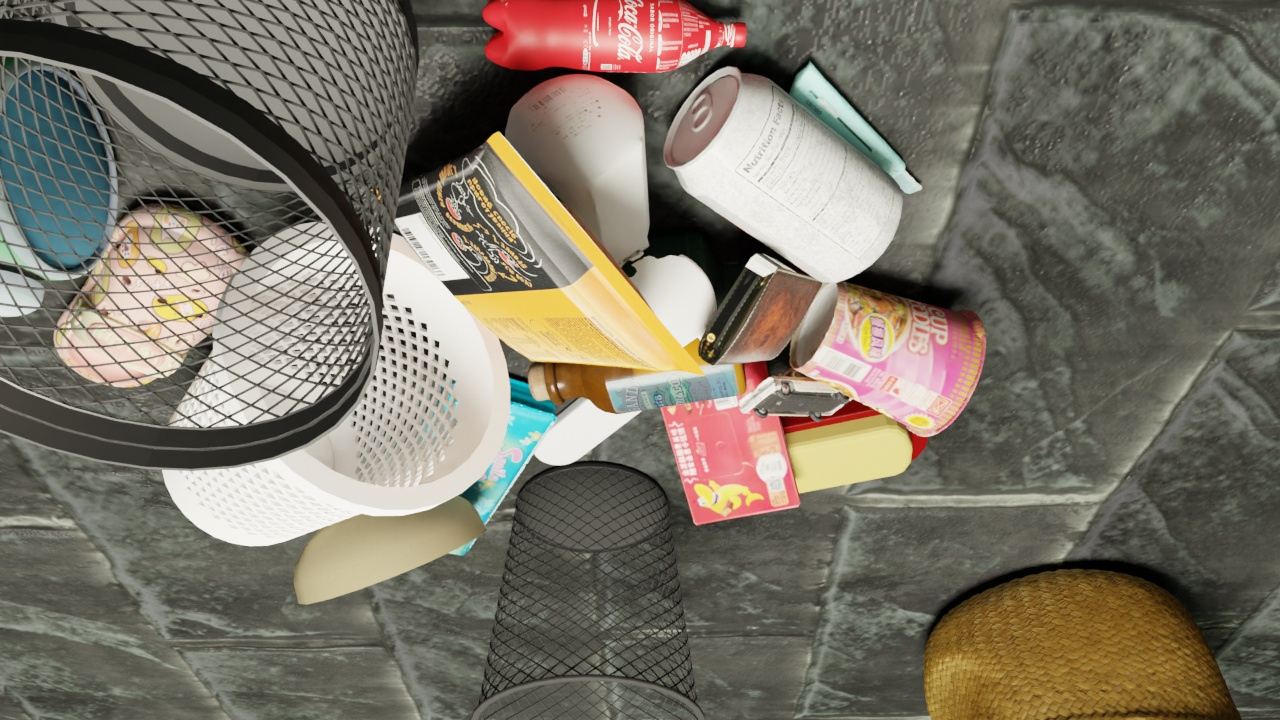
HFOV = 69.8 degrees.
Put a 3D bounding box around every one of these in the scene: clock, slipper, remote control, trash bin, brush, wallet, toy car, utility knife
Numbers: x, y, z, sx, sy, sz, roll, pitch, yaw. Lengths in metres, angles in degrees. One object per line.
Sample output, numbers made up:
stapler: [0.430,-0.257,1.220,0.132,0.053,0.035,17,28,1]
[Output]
clock: [-0.355,-0.090,0.499,0.075,0.161,0.122,-1,137,-2]
slipper: [-0.342,-0.023,0.631,0.093,0.081,0.198,32,129,-32]
remote control: [-0.040,0.048,0.761,0.043,0.013,0.137,30,128,-29]
trash bin: [-0.229,0.038,0.637,0.195,0.195,0.200,32,137,-30]
trash bin: [-0.043,0.215,0.794,0.184,0.209,0.184,-1,137,-1]
brush: [0.154,0.074,0.772,0.173,0.041,0.082,-13,135,12]
wallet: [0.082,-0.030,0.601,0.072,0.019,0.123,-58,160,14]
trash bin: [-0.217,-0.104,0.440,0.218,0.226,0.218,-1,137,-1]
toy car: [0.120,0.021,0.696,0.113,0.039,0.039,5,142,-42]
utility knife: [0.136,-0.139,0.569,0.126,0.015,0.022,31,123,-33]

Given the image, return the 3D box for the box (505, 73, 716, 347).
box: [-0.013,-0.078,0.540,0.083,0.141,0.140,-42,159,-16]

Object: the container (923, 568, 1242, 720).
container: [0.463,0.363,0.978,0.307,0.196,0.308,1,136,0]

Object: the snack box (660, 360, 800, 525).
snack box: [0.070,0.063,0.732,0.089,0.021,0.133,-12,108,12]

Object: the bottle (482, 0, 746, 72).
bottle: [-0.013,-0.179,0.500,0.141,0.041,0.042,0,137,-2]

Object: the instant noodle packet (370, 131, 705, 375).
instant noodle packet: [-0.071,-0.051,0.537,0.160,0.032,0.221,48,159,-23]

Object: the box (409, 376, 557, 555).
box: [-0.155,0.094,0.786,0.094,0.041,0.227,18,133,-20]

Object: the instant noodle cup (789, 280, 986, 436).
instant noodle cup: [0.171,-0.009,0.656,0.108,0.097,0.098,20,133,-11]

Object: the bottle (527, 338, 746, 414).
bottle: [-0.004,0.004,0.676,0.157,0.067,0.068,-9,136,8]

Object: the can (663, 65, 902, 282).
can: [0.087,-0.109,0.551,0.136,0.078,0.078,28,129,-28]

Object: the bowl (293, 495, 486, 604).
bowl: [-0.203,0.138,0.728,0.152,0.152,0.050,-20,89,19]

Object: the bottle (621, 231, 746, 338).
bottle: [0.019,-0.050,0.623,0.131,0.061,0.061,-3,134,2]
